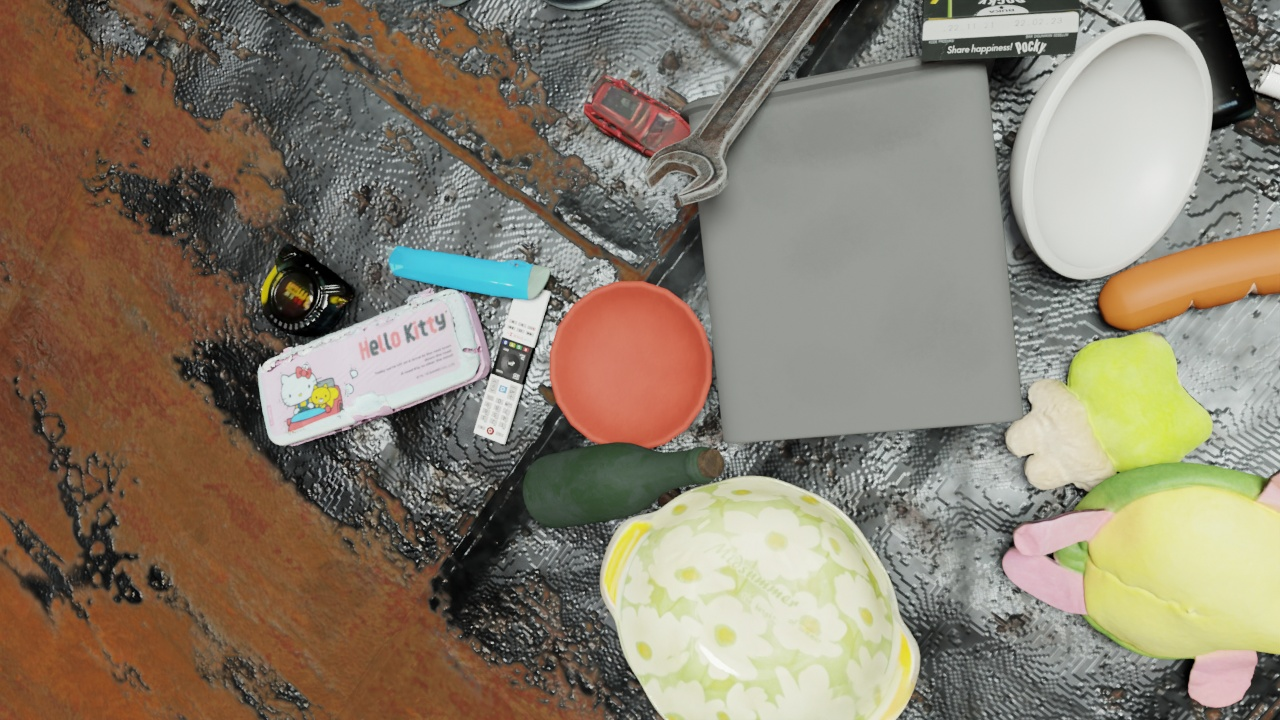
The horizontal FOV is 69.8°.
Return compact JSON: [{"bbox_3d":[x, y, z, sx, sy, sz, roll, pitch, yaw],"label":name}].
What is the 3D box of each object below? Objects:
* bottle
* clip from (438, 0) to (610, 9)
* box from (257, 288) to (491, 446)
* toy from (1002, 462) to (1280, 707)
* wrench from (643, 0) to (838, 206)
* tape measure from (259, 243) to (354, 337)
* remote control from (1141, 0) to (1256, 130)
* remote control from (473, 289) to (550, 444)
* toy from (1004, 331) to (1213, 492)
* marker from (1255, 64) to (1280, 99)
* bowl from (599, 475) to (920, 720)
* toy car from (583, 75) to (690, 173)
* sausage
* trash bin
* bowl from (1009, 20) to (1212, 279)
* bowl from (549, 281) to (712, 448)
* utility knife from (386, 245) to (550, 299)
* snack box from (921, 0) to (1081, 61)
[{"bbox_3d":[-0.011,0.080,0.623,0.175,0.055,0.055,-18,85,47],"label":"bottle"},{"bbox_3d":[-0.074,-0.284,0.692,0.172,0.029,0.143,-16,85,17],"label":"clip"},{"bbox_3d":[-0.216,0.006,0.728,0.203,0.044,0.086,-19,83,18],"label":"box"},{"bbox_3d":[0.343,0.124,0.539,0.238,0.087,0.190,4,120,16],"label":"toy"},{"bbox_3d":[0.084,-0.191,0.571,0.070,0.010,0.272,16,59,32],"label":"wrench"},{"bbox_3d":[-0.274,-0.050,0.752,0.067,0.038,0.062,35,92,10],"label":"tape measure"},{"bbox_3d":[0.341,-0.218,0.573,0.041,0.020,0.152,-17,86,15],"label":"remote control"},{"bbox_3d":[-0.098,0.002,0.712,0.028,0.011,0.124,19,96,16],"label":"remote control"},{"bbox_3d":[0.290,0.038,0.577,0.115,0.046,0.092,-29,85,10],"label":"toy"},{"bbox_3d":[0.438,-0.146,0.544,0.133,0.020,0.017,26,75,15],"label":"marker"},{"bbox_3d":[0.081,0.172,0.636,0.219,0.060,0.188,21,96,15],"label":"bowl"},{"bbox_3d":[0.002,-0.173,0.669,0.091,0.036,0.042,33,99,8],"label":"toy car"},{"bbox_3d":[0.367,-0.053,0.557,0.164,0.039,0.044,-12,107,17],"label":"sausage"},{"bbox_3d":[0.137,-0.066,0.597,0.192,0.097,0.220,-6,90,17],"label":"trash bin"},{"bbox_3d":[0.274,-0.126,0.554,0.149,0.149,0.043,-62,32,9],"label":"bowl"},{"bbox_3d":[-0.004,0.004,0.671,0.122,0.035,0.122,0,91,17],"label":"bowl"},{"bbox_3d":[-0.138,-0.070,0.716,0.158,0.015,0.031,12,97,23],"label":"utility knife"},{"bbox_3d":[0.214,-0.227,0.555,0.080,0.147,0.025,2,133,17],"label":"snack box"}]
